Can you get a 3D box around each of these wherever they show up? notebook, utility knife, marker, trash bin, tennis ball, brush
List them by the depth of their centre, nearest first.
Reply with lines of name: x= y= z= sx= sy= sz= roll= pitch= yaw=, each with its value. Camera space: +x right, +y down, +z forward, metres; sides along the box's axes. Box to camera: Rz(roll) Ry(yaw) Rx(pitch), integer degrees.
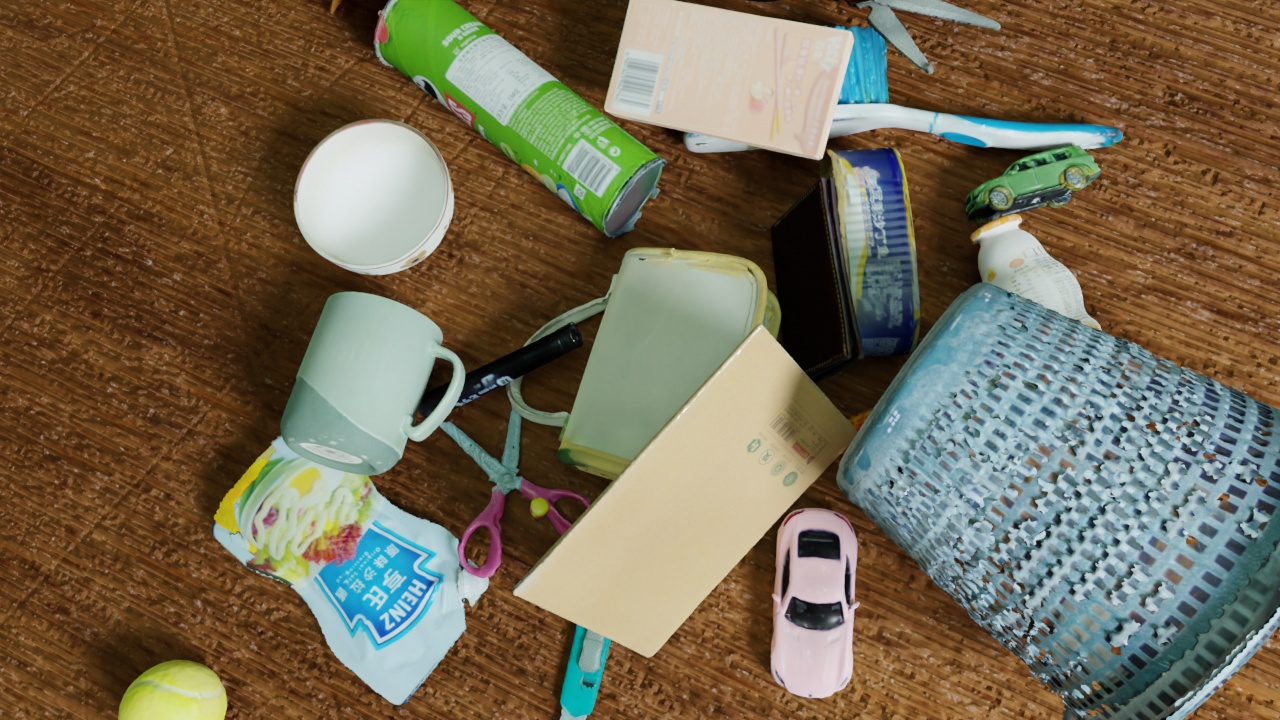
trash bin: x=0.232 y=0.066 z=0.522 sx=0.195 sy=0.226 sz=0.226 roll=37 pitch=83 yaw=17
notebook: x=0.036 y=0.089 z=0.567 sx=0.207 sy=0.148 sz=0.008 roll=-47 pitch=44 yaw=2
tennis ball: x=-0.312 y=0.234 z=0.613 sx=0.065 sy=0.065 sz=0.065 roll=-1 pitch=78 yaw=5
utility knife: x=-0.033 y=0.194 z=0.620 sx=0.029 sy=0.013 sz=0.209 roll=13 pitch=80 yaw=8
marker: x=-0.100 y=0.008 z=0.645 sx=0.132 sy=0.020 sz=0.022 roll=-25 pitch=42 yaw=18
brush: x=0.179 y=-0.188 z=0.663 sx=0.314 sy=0.060 sz=0.109 roll=-7 pitch=83 yaw=4

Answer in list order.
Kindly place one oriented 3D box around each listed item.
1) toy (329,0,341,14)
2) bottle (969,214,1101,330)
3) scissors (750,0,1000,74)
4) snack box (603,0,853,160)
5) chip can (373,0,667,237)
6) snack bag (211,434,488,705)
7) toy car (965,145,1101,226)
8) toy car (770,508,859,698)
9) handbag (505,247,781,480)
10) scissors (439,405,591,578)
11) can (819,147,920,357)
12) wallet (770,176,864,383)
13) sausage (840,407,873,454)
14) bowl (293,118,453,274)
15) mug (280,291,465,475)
toy: x=-0.185 y=-0.318 z=0.662 sx=0.245 sy=0.228 sz=0.090 roll=-40 pitch=106 yaw=-43
bottle: x=0.261 y=-0.044 z=0.617 sx=0.063 sy=0.063 sz=0.108 roll=-21 pitch=77 yaw=1
scissors: x=0.147 y=-0.283 z=0.664 sx=0.221 sy=0.022 sz=0.221 roll=9 pitch=57 yaw=12
snack box: x=0.059 y=-0.196 z=0.632 sx=0.157 sy=0.026 sz=0.084 roll=16 pitch=97 yaw=15
chip can: x=-0.090 y=-0.186 z=0.678 sx=0.236 sy=0.072 sz=0.072 roll=39 pitch=84 yaw=12
snack bag: x=-0.200 y=0.136 z=0.639 sx=0.191 sy=0.039 sz=0.110 roll=38 pitch=72 yaw=11
toy car: x=0.272 y=-0.122 z=0.644 sx=0.091 sy=0.043 sz=0.036 roll=-19 pitch=79 yaw=0
toy car: x=0.114 y=0.159 z=0.603 sx=0.056 sy=0.037 sz=0.122 roll=3 pitch=79 yaw=8
handbag: x=-0.004 y=0.004 z=0.641 sx=0.179 sy=0.063 sz=0.163 roll=12 pitch=77 yaw=23
scissors: x=-0.096 y=0.092 z=0.642 sx=0.133 sy=0.017 sz=0.128 roll=39 pitch=70 yaw=8
can: x=0.155 y=-0.074 z=0.629 sx=0.049 sy=0.075 sz=0.148 roll=-3 pitch=78 yaw=2
wallet: x=0.115 y=-0.049 z=0.618 sx=0.020 sy=0.096 sz=0.122 roll=-3 pitch=78 yaw=-15
sausage: x=0.120 y=0.060 z=0.630 sx=0.165 sy=0.021 sz=0.021 roll=-22 pitch=77 yaw=0
bowl: x=-0.188 y=-0.114 z=0.677 sx=0.113 sy=0.062 sz=0.113 roll=-1 pitch=79 yaw=6
mug: x=-0.178 y=0.020 z=0.627 sx=0.112 sy=0.082 sz=0.106 roll=9 pitch=66 yaw=10
